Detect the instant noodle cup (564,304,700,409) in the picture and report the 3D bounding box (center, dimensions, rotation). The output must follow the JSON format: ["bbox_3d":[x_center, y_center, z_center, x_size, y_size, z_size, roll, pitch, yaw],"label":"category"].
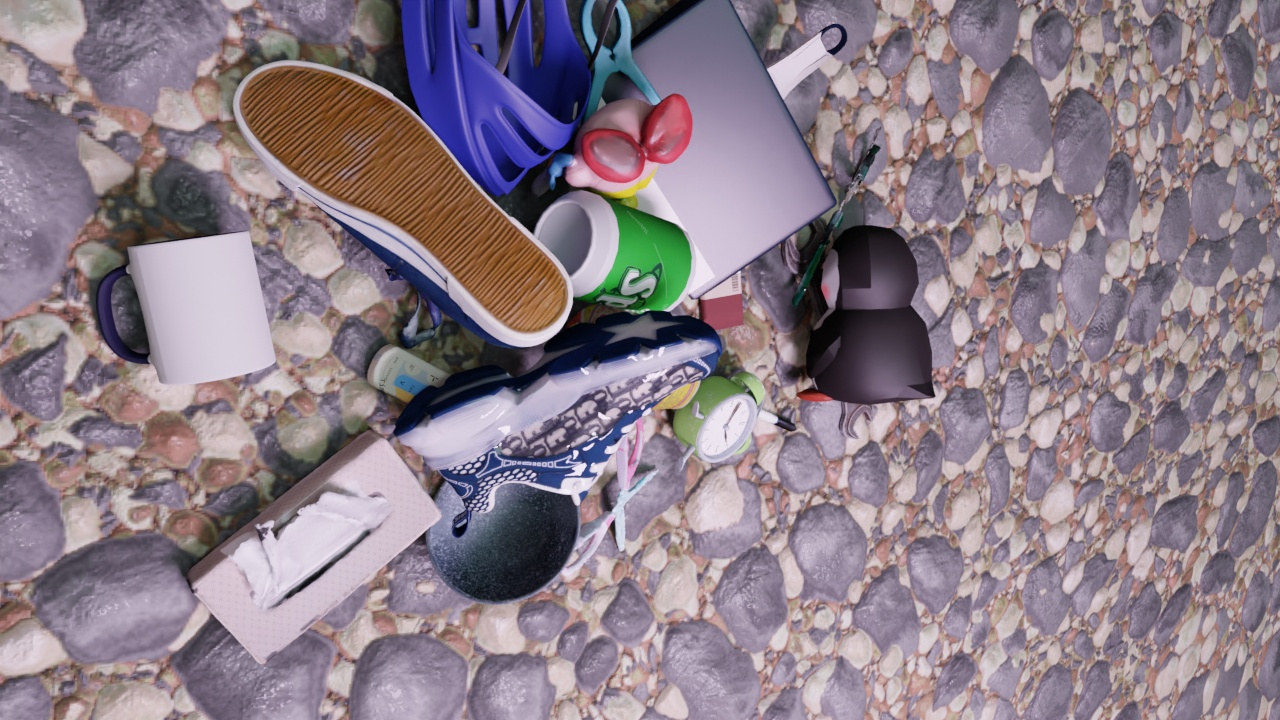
[{"bbox_3d":[-0.005,0.005,0.854,0.112,0.100,0.100,8,92,-41],"label":"instant noodle cup"}]

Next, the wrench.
[{"bbox_3d":[0.216,-0.033,1.035,0.070,0.010,0.273,-30,112,-26],"label":"wrench"}]

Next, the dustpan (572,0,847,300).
[{"bbox_3d":[0.095,-0.234,0.879,0.273,0.080,0.236,-34,117,4],"label":"dustpan"}]

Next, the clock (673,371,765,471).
[{"bbox_3d":[0.081,0.058,0.926,0.119,0.042,0.094,-8,124,-39],"label":"clock"}]

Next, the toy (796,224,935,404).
[{"bbox_3d":[0.247,-0.049,0.960,0.158,0.140,0.184,-8,100,-37],"label":"toy"}]

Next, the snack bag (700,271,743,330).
[{"bbox_3d":[0.078,-0.109,0.934,0.056,0.013,0.158,-13,104,-33],"label":"snack bag"}]

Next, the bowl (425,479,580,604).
[{"bbox_3d":[-0.114,0.149,0.807,0.137,0.137,0.057,-57,160,-14],"label":"bowl"}]

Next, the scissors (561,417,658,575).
[{"bbox_3d":[-0.028,0.132,0.853,0.176,0.013,0.171,-45,149,-42],"label":"scissors"}]

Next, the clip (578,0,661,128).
[{"bbox_3d":[-0.032,-0.255,0.782,0.097,0.026,0.116,-17,116,-8],"label":"clip"}]

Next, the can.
[{"bbox_3d":[-0.020,-0.090,0.790,0.139,0.088,0.088,9,92,-51],"label":"can"}]

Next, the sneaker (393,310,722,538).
[{"bbox_3d":[-0.054,0.053,0.751,0.269,0.103,0.132,-20,109,1],"label":"sneaker"}]

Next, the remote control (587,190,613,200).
[{"bbox_3d":[-0.014,-0.178,0.862,0.074,0.019,0.151,1,97,-33],"label":"remote control"}]

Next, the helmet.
[{"bbox_3d":[-0.075,-0.252,0.693,0.147,0.228,0.242,-29,115,-55],"label":"helmet"}]

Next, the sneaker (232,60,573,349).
[{"bbox_3d":[-0.192,-0.106,0.726,0.294,0.127,0.120,40,69,-10],"label":"sneaker"}]

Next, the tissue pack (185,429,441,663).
[{"bbox_3d":[-0.255,0.144,0.725,0.181,0.071,0.104,-38,116,-19],"label":"tissue pack"}]

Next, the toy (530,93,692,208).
[{"bbox_3d":[-0.022,-0.162,0.772,0.124,0.131,0.097,-35,107,-15],"label":"toy"}]

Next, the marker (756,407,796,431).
[{"bbox_3d":[0.114,0.051,0.980,0.152,0.011,0.011,23,84,-32],"label":"marker"}]

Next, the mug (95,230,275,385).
[{"bbox_3d":[-0.327,-0.037,0.653,0.112,0.078,0.097,-8,102,-3],"label":"mug"}]

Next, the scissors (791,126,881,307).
[{"bbox_3d":[0.215,-0.163,0.964,0.205,0.015,0.202,-50,165,-53],"label":"scissors"}]

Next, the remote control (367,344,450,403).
[{"bbox_3d":[-0.175,0.028,0.788,0.125,0.018,0.038,32,79,-34],"label":"remote control"}]
